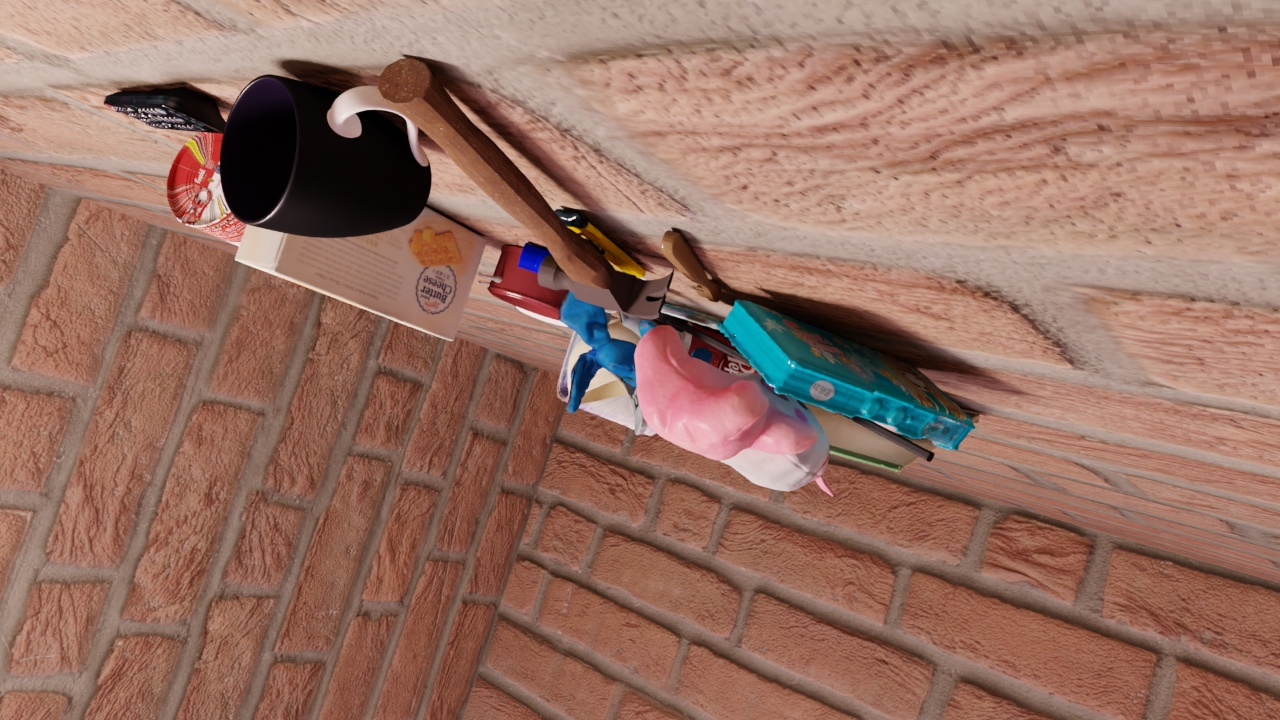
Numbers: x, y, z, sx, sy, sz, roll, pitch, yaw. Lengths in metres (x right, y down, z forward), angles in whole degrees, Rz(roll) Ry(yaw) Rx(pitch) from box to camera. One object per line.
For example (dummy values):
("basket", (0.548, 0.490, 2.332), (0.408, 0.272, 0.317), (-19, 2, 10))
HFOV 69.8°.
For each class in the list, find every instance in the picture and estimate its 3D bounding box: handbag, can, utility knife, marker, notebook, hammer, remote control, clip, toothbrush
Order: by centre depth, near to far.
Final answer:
("hammer", (-0.063, -0.089, 0.573), (0.115, 0.033, 0.323), (16, 171, 20))
("toothbrush", (0.038, -0.066, 0.670), (0.016, 0.016, 0.166), (16, 176, 17))
("remote control", (-0.359, -0.191, 0.693), (0.150, 0.022, 0.047), (16, 176, 44))
("utility knife", (-0.025, -0.085, 0.704), (0.030, 0.017, 0.162), (27, -178, 21))
("can", (-0.330, -0.137, 0.793), (0.087, 0.086, 0.116), (16, 175, 23))
("hammer", (0.116, 0.010, 0.824), (0.325, 0.015, 0.095), (30, -176, 37))
("marker", (-0.043, -0.074, 0.829), (0.133, 0.023, 0.027), (18, 172, -3))
("clip", (-0.014, 0.008, 0.944), (0.107, 0.028, 0.163), (-12, -125, -29))
("notebook", (0.207, 0.058, 0.993), (0.253, 0.010, 0.181), (14, -158, 41))
("can", (0.087, 0.004, 1.000), (0.114, 0.063, 0.063), (19, 175, -15))
("handbag", (-0.020, 0.019, 1.202), (0.158, 0.126, 0.069), (23, 171, -34))

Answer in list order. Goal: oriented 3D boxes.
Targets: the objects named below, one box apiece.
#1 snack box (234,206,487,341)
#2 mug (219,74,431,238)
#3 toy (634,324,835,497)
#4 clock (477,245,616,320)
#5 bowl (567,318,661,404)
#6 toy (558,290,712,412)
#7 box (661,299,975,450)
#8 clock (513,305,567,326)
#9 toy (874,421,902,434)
("snack box", (-0.232, -0.096, 0.792), (0.057, 0.104, 0.207), (15, 174, 34))
("mug", (-0.165, -0.118, 0.528), (0.119, 0.085, 0.100), (-23, 164, 35))
("toy", (0.083, 0.050, 0.761), (0.142, 0.084, 0.213), (35, -174, 35))
("clock", (-0.088, -0.070, 0.895), (0.137, 0.048, 0.096), (20, 175, -9))
("bowl", (-0.022, -0.006, 1.080), (0.150, 0.075, 0.151), (-18, 172, -3))
("toy", (-0.005, 0.005, 0.875), (0.176, 0.113, 0.071), (14, -159, -29))
("box", (0.148, -0.001, 0.764), (0.226, 0.056, 0.185), (17, -166, -35))
("clock", (-0.098, -0.064, 1.026), (0.091, 0.043, 0.122), (14, 174, 38))
("toy", (0.250, 0.042, 0.919), (0.099, 0.053, 0.096), (19, -173, -19))
